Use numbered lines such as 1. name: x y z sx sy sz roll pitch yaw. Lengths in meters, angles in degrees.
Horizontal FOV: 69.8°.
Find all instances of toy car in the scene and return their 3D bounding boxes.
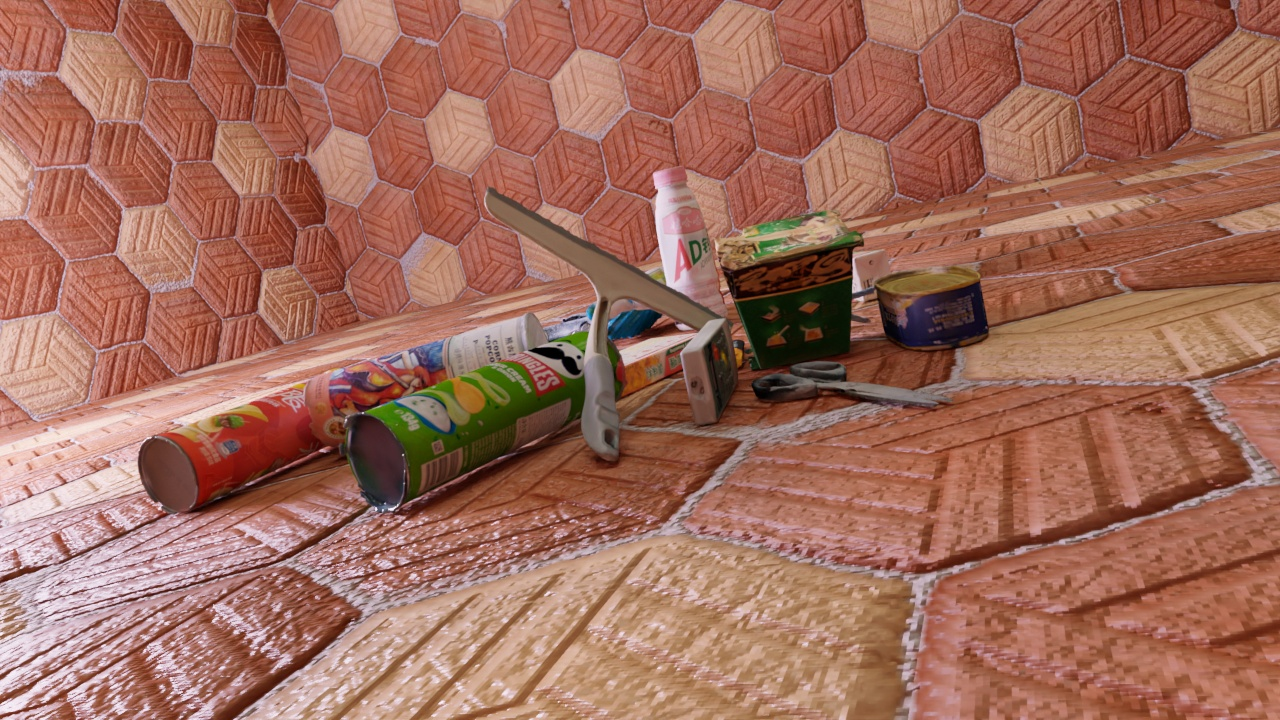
1. toy car: -0.090 -0.041 1.231 0.121 0.036 0.054 -13 -7 22

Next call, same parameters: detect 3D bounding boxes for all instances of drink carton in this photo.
1. drink carton: 0.245 -0.099 1.077 0.045 0.053 0.122 -16 9 -12

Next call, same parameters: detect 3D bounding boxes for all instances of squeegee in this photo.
1. squeegee: -0.028 -0.002 0.693 0.039 0.246 0.246 -51 23 30

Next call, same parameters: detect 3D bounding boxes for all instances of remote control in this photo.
1. remote control: 0.055 0.005 0.698 0.019 0.056 0.135 -10 9 15

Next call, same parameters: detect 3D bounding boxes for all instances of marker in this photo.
1. marker: 0.088 -0.008 0.866 0.018 0.015 0.123 -7 8 10

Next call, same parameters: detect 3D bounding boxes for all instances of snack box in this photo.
1. snack box: -0.005 0.005 0.878 0.077 0.027 0.155 -6 11 42
2. snack box: 0.132 -0.059 0.796 0.117 0.106 0.118 -12 22 6

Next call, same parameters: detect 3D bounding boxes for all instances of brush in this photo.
1. brush: -0.017 -0.065 1.121 0.110 0.060 0.313 -45 -4 31

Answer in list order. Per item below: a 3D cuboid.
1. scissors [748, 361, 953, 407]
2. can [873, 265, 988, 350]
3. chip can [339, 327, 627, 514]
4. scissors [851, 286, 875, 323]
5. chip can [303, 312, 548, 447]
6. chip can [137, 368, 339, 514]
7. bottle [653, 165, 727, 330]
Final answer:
1. scissors: 0.151 0.015 0.633 0.174 0.014 0.140 -8 11 31
2. can: 0.240 -0.046 0.764 0.074 0.049 0.148 -13 9 4
3. chip can: -0.107 0.037 0.686 0.072 0.072 0.235 -6 12 38
4. scissors: 0.157 -0.053 0.873 0.134 0.124 0.017 -18 50 29
5. chip can: -0.189 0.019 0.826 0.215 0.071 0.071 -15 9 9
6. chip can: -0.343 0.067 0.841 0.073 0.073 0.216 -8 10 28
7. bottle: 0.055 -0.138 1.132 0.068 0.197 0.068 -13 9 2
